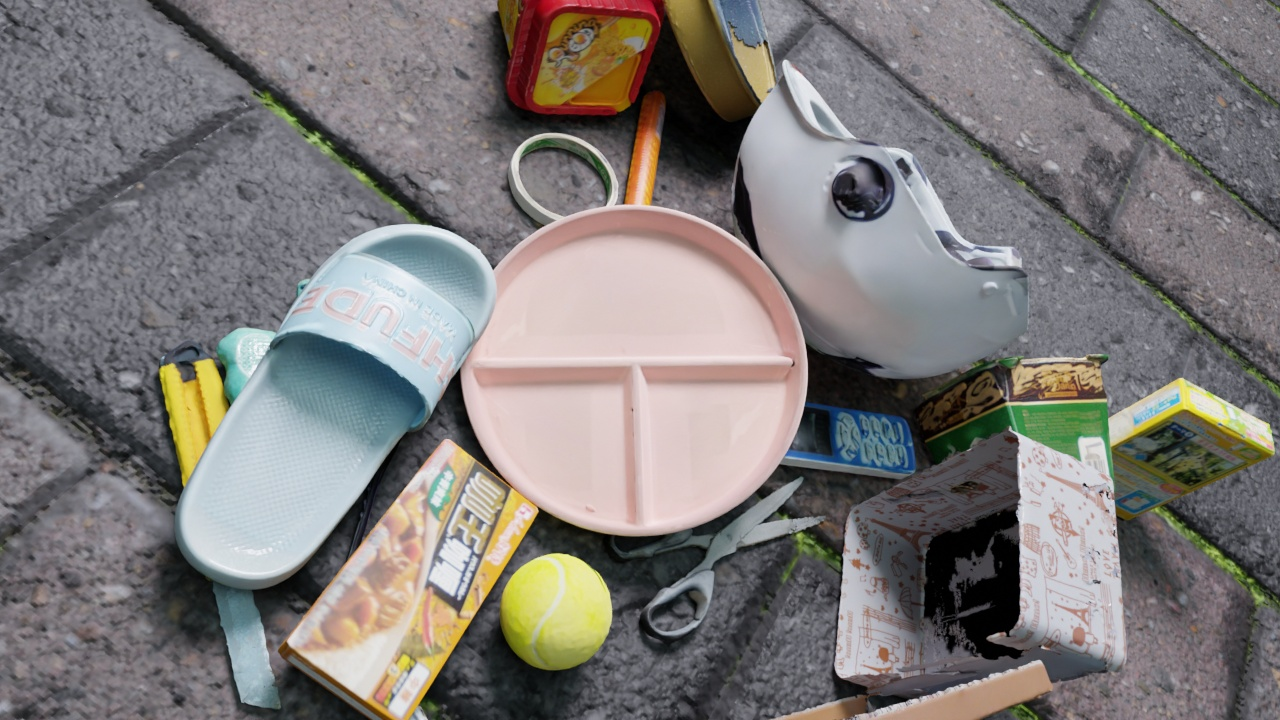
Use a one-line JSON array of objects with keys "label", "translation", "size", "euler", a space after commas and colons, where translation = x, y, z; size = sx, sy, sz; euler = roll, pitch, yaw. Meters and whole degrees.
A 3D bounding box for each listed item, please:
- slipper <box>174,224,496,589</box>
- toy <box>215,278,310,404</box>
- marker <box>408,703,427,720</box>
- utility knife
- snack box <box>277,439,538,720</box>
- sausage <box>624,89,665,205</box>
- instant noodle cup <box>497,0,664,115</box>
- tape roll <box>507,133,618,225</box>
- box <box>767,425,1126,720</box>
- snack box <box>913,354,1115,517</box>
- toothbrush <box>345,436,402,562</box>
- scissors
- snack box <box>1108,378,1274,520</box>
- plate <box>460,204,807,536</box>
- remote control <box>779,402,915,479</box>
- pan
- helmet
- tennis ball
[{"label": "slipper", "translation": [-0.168, 0.014, 0.522], "size": [0.104, 0.074, 0.244], "euler": [37, 62, -16]}, {"label": "toy", "translation": [-0.213, -0.006, 0.567], "size": [0.091, 0.030, 0.096], "euler": [-11, 68, -33]}, {"label": "marker", "translation": [-0.126, 0.198, 0.504], "size": [0.017, 0.017, 0.145], "euler": [-23, 75, -31]}, {"label": "utility knife", "translation": [-0.235, 0.087, 0.516], "size": [0.033, 0.015, 0.223], "euler": [-13, 70, -26]}, {"label": "snack box", "translation": [-0.126, 0.123, 0.523], "size": [0.075, 0.026, 0.153], "euler": [39, 47, -7]}, {"label": "sausage", "translation": [0.003, -0.163, 0.748], "size": [0.021, 0.022, 0.164], "euler": [17, 58, -15]}, {"label": "instant noodle cup", "translation": [-0.058, -0.275, 0.734], "size": [0.116, 0.116, 0.123], "euler": [-7, 56, -26]}, {"label": "tape roll", "translation": [-0.059, -0.139, 0.713], "size": [0.085, 0.014, 0.085], "euler": [10, 60, -19]}, {"label": "box", "translation": [0.170, 0.168, 0.553], "size": [0.136, 0.180, 0.268], "euler": [48, 55, 3]}, {"label": "snack box", "translation": [0.293, 0.063, 0.702], "size": [0.118, 0.118, 0.105], "euler": [-3, 70, -22]}, {"label": "toothbrush", "translation": [-0.165, 0.089, 0.547], "size": [0.016, 0.014, 0.188], "euler": [15, 59, -7]}, {"label": "scissors", "translation": [0.055, 0.128, 0.625], "size": [0.164, 0.014, 0.163], "euler": [24, 55, -14]}, {"label": "snack box", "translation": [0.405, 0.075, 0.727], "size": [0.087, 0.141, 0.033], "euler": [25, 55, -10]}, {"label": "plate", "translation": [-0.004, 0.004, 0.616], "size": [0.229, 0.028, 0.229], "euler": [1, 73, -3]}, {"label": "remote control", "translation": [0.149, 0.060, 0.692], "size": [0.124, 0.024, 0.049], "euler": [10, 60, -20]}, {"label": "pan", "translation": [0.047, -0.313, 0.687], "size": [0.357, 0.078, 0.197], "euler": [20, 57, -64]}, {"label": "helmet", "translation": [0.159, -0.085, 0.688], "size": [0.258, 0.146, 0.228], "euler": [43, 22, 3]}, {"label": "tennis ball", "translation": [-0.049, 0.146, 0.536], "size": [0.065, 0.066, 0.065], "euler": [10, 60, -19]}]
